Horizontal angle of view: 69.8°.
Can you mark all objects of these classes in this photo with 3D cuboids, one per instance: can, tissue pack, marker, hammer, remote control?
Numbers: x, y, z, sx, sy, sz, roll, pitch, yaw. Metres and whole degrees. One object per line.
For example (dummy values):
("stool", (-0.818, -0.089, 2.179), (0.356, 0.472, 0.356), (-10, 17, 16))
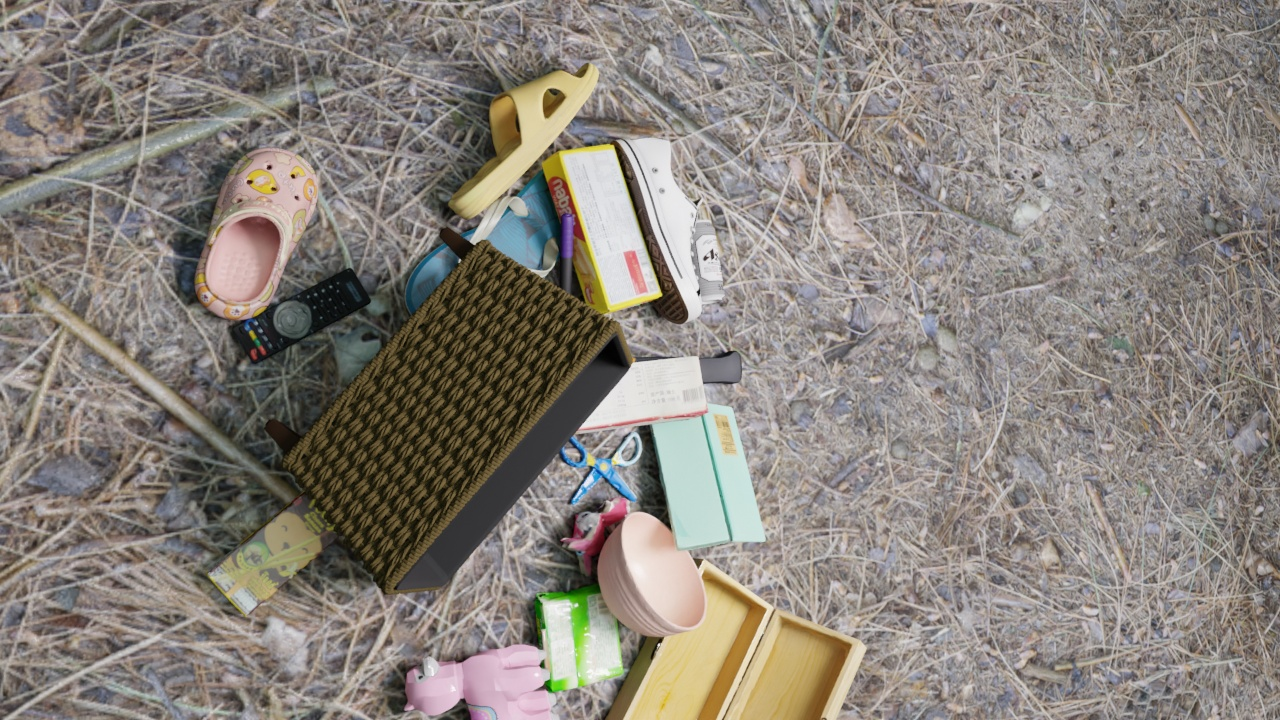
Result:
("can", (0.083, -0.130, 1.218), (0.044, 0.044, 0.106), (-6, 85, -27))
("tissue pack", (-0.074, 0.325, 1.077), (0.099, 0.034, 0.114), (-3, 83, -26))
("marker", (-0.090, -0.114, 1.109), (0.015, 0.018, 0.134), (-2, 120, -10))
("hammer", (-0.007, 0.007, 1.159), (0.312, 0.035, 0.139), (-2, 87, -27))
("remote control", (-0.365, -0.049, 0.994), (0.140, 0.021, 0.045), (-32, 96, -22))

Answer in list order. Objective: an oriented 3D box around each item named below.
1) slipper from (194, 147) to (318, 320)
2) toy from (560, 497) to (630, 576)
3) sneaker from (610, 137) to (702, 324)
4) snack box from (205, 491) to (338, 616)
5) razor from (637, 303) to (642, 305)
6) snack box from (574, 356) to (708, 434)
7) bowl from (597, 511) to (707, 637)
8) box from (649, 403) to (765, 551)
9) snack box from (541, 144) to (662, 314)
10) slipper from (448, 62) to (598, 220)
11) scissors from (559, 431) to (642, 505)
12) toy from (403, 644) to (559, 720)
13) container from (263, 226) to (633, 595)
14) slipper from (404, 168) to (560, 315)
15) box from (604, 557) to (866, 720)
("slipper", (-0.401, -0.140, 0.954), (0.093, 0.082, 0.197), (23, 73, -21))
("toy", (-0.056, 0.201, 1.103), (0.102, 0.050, 0.065), (-45, 139, -28))
("sneaker", (0.040, -0.171, 1.176), (0.097, 0.091, 0.245), (-18, 86, -24))
("snack box", (-0.369, 0.191, 0.953), (0.148, 0.026, 0.061), (-43, 103, -25))
("razor", (-0.027, -0.140, 1.177), (0.044, 0.021, 0.144), (-8, 87, -40))
("snack box", (-0.052, 0.047, 1.085), (0.272, 0.044, 0.076), (-7, 82, -25))
("bowl", (0.002, 0.262, 1.077), (0.153, 0.076, 0.152), (42, 24, -24))
("box", (0.086, 0.141, 1.153), (0.138, 0.055, 0.186), (-4, 66, -23))
("snack box", (-0.047, -0.160, 1.125), (0.092, 0.042, 0.200), (-20, 93, -40))
("slipper", (-0.146, -0.281, 1.094), (0.078, 0.100, 0.262), (46, 70, -24))
("scissors", (-0.047, 0.129, 1.134), (0.125, 0.013, 0.126), (48, 67, -11))
("toy", (-0.173, 0.367, 0.998), (0.157, 0.067, 0.123), (-10, 106, -8))
("container", (-0.192, 0.042, 0.926), (0.205, 0.176, 0.320), (39, 83, 11))
("slipper", (-0.150, -0.136, 1.095), (0.118, 0.060, 0.294), (49, 65, -16))
("box", (0.110, 0.405, 1.111), (0.253, 0.119, 0.247), (23, 69, 19))
